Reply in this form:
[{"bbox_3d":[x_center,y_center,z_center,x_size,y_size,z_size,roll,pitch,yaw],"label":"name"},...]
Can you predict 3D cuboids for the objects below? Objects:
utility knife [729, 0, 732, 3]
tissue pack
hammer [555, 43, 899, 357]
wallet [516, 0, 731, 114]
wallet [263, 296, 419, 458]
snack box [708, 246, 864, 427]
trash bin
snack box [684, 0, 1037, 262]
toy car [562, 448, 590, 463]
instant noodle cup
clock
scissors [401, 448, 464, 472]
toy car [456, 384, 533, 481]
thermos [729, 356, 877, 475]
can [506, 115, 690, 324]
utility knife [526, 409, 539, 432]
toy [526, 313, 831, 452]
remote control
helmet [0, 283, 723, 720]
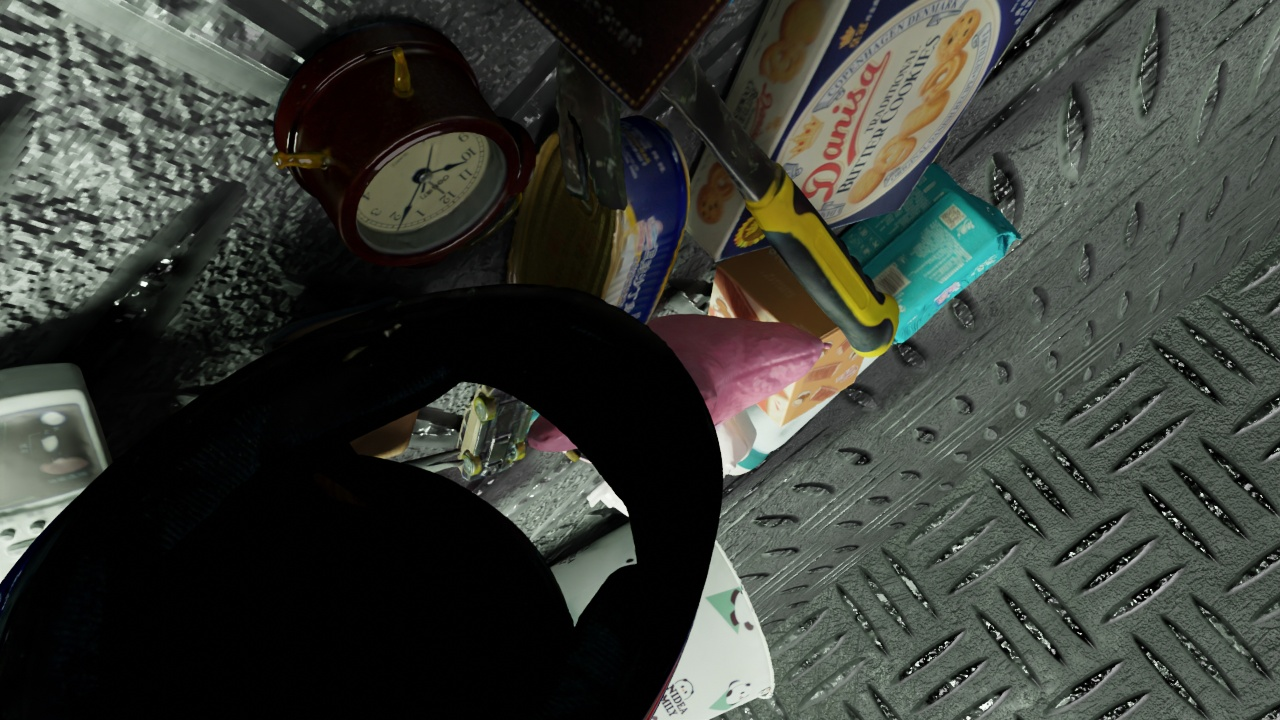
[{"bbox_3d":[0.054,-0.173,0.353,0.194,0.018,0.034,-50,152,-19],"label":"utility knife"},{"bbox_3d":[0.212,-0.083,0.712,0.134,0.093,0.050,-43,151,15],"label":"tissue pack"},{"bbox_3d":[0.065,-0.075,0.454,0.323,0.032,0.126,37,78,-51],"label":"hammer"},{"bbox_3d":[0.005,-0.157,0.298,0.122,0.096,0.020,-48,167,23],"label":"wallet"},{"bbox_3d":[-0.154,0.020,0.485,0.090,0.033,0.116,-15,150,-34],"label":"wallet"},{"bbox_3d":[0.107,-0.024,0.663,0.076,0.093,0.095,-29,149,-24],"label":"snack box"},{"bbox_3d":[-0.031,0.291,0.925,0.251,0.229,0.230,-24,153,-16],"label":"trash bin"},{"bbox_3d":[0.126,-0.151,0.533,0.182,0.046,0.178,-20,151,-34],"label":"snack box"},{"bbox_3d":[-0.028,0.054,0.705,0.056,0.037,0.122,-43,158,3],"label":"toy car"},{"bbox_3d":[0.037,0.078,0.746,0.138,0.060,0.173,-42,174,10],"label":"instant noodle cup"},{"bbox_3d":[-0.087,-0.078,0.366,0.082,0.055,0.122,-39,158,6],"label":"clock"},{"bbox_3d":[-0.206,0.077,0.484,0.235,0.021,0.143,-26,150,1],"label":"scissors"},{"bbox_3d":[-0.095,0.039,0.595,0.042,0.035,0.091,-18,144,-39],"label":"toy car"},{"bbox_3d":[0.145,0.017,0.837,0.225,0.073,0.073,-47,154,23],"label":"thermos"},{"bbox_3d":[-0.025,-0.056,0.469,0.049,0.074,0.148,-23,151,-34],"label":"can"},{"bbox_3d":[-0.004,0.004,0.678,0.222,0.013,0.029,-28,153,-20],"label":"utility knife"},{"bbox_3d":[0.026,0.011,0.552,0.179,0.074,0.194,-15,-170,10],"label":"toy"},{"bbox_3d":[-0.259,0.064,0.402,0.058,0.021,0.150,-17,140,-28],"label":"remote control"},{"bbox_3d":[-0.121,0.127,0.407,0.314,0.247,0.241,-41,172,-35],"label":"helmet"}]
